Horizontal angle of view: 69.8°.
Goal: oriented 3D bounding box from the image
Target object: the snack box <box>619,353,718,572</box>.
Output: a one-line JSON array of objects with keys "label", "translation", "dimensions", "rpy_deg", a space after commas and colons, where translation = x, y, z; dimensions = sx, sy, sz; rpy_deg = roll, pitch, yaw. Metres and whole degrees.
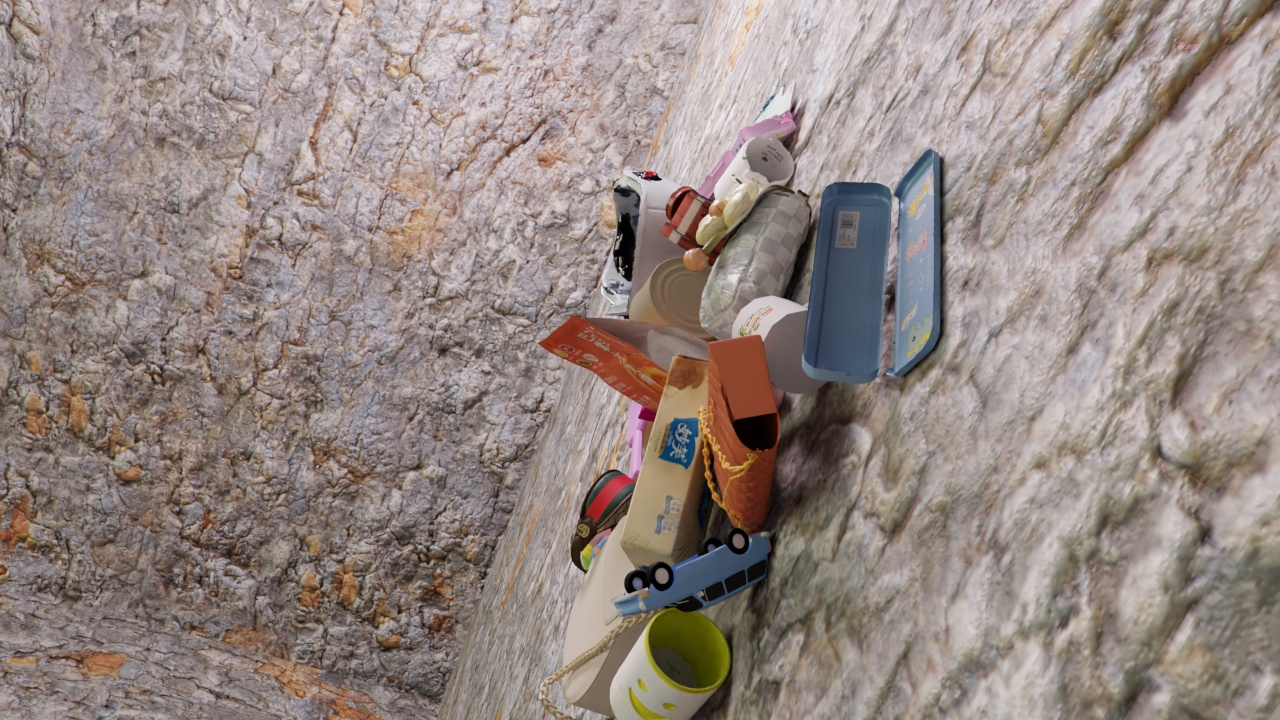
[{"label": "snack box", "translation": [0.044, 0.121, 0.954], "dimensions": [0.153, 0.055, 0.207], "rpy_deg": [69, -146, -60]}]

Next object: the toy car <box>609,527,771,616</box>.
[{"label": "toy car", "translation": [0.047, 0.189, 0.795], "dimensions": [0.056, 0.153, 0.054], "rpy_deg": [-38, 72, 56]}]

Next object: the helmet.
[{"label": "helmet", "translation": [0.033, -0.180, 1.471], "dimensions": [0.264, 0.163, 0.237], "rpy_deg": [-132, 47, -77]}]

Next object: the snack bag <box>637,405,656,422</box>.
[{"label": "snack bag", "translation": [0.052, -0.002, 1.332], "dimensions": [0.016, 0.070, 0.196], "rpy_deg": [25, 97, 44]}]

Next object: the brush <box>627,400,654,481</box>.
[{"label": "brush", "translation": [0.011, 0.109, 1.387], "dimensions": [0.228, 0.043, 0.089], "rpy_deg": [-85, 17, -55]}]

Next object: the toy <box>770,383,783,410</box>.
[{"label": "toy", "translation": [0.115, 0.034, 0.937], "dimensions": [0.103, 0.050, 0.093], "rpy_deg": [120, 164, -46]}]

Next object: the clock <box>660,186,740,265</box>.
[{"label": "clock", "translation": [0.093, -0.189, 1.297], "dimensions": [0.072, 0.120, 0.157], "rpy_deg": [-60, 20, 14]}]

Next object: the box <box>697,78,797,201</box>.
[{"label": "box", "translation": [0.165, -0.308, 1.328], "dimensions": [0.158, 0.066, 0.231], "rpy_deg": [-53, 3, -19]}]

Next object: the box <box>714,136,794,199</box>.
[{"label": "box", "translation": [0.140, -0.218, 1.174], "dimensions": [0.143, 0.083, 0.137], "rpy_deg": [-56, 1, -33]}]

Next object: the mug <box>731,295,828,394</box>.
[{"label": "mug", "translation": [0.144, -0.025, 0.843], "dimensions": [0.105, 0.073, 0.089], "rpy_deg": [-37, 17, -2]}]

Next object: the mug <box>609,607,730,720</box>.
[{"label": "mug", "translation": [0.026, 0.290, 0.846], "dimensions": [0.082, 0.082, 0.106], "rpy_deg": [-82, 13, -48]}]

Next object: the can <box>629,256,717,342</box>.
[{"label": "can", "translation": [0.057, -0.068, 1.234], "dimensions": [0.073, 0.127, 0.127], "rpy_deg": [127, 160, -56]}]

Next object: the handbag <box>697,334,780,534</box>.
[{"label": "handbag", "translation": [0.084, 0.072, 0.801], "dimensions": [0.172, 0.060, 0.108], "rpy_deg": [84, 176, -58]}]

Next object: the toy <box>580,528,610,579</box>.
[{"label": "toy", "translation": [-0.049, 0.281, 1.347], "dimensions": [0.131, 0.097, 0.124], "rpy_deg": [-52, 17, 1]}]

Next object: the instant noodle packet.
[{"label": "instant noodle packet", "translation": [-0.007, 0.007, 1.120], "dimensions": [0.165, 0.220, 0.083], "rpy_deg": [-27, 45, 66]}]

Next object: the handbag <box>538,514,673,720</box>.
[{"label": "handbag", "translation": [-0.031, 0.301, 1.081], "dimensions": [0.210, 0.103, 0.209], "rpy_deg": [-93, 28, -62]}]

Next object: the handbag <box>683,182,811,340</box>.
[{"label": "handbag", "translation": [0.111, -0.112, 1.029], "dimensions": [0.113, 0.123, 0.171], "rpy_deg": [-32, 33, 65]}]

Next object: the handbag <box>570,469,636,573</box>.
[{"label": "handbag", "translation": [-0.039, 0.220, 1.220], "dimensions": [0.138, 0.063, 0.166], "rpy_deg": [-58, -22, -6]}]

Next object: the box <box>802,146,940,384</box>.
[{"label": "box", "translation": [0.194, -0.074, 0.738], "dimensions": [0.121, 0.049, 0.209], "rpy_deg": [-15, 47, 35]}]
